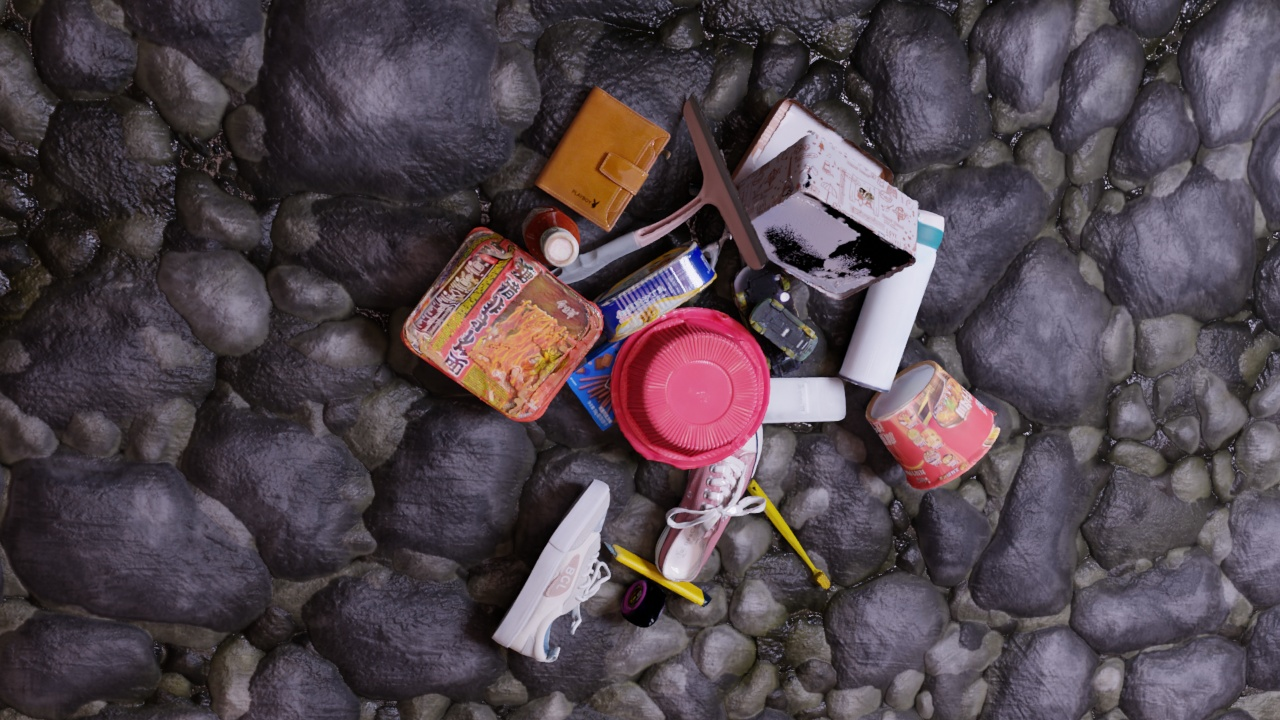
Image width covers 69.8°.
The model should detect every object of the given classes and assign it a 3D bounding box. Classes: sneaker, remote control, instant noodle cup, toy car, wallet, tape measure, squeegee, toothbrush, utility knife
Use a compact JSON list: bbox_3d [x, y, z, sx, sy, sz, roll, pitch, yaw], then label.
[{"bbox_3d":[0.091,0.170,1.129,0.118,0.088,0.241,24,93,-15],"label":"sneaker"},{"bbox_3d":[0.193,0.049,1.140,0.135,0.020,0.056,-1,81,-22],"label":"remote control"},{"bbox_3d":[0.064,0.035,1.059,0.193,0.066,0.194,-1,95,-8],"label":"instant noodle cup"},{"bbox_3d":[-0.086,0.263,1.118,0.091,0.089,0.242,30,100,0],"label":"sneaker"},{"bbox_3d":[0.166,-0.037,1.079,0.091,0.036,0.043,37,98,-23],"label":"toy car"},{"bbox_3d":[-0.037,-0.222,1.034,0.119,0.035,0.131,33,95,8],"label":"wallet"},{"bbox_3d":[0.005,0.310,1.165,0.039,0.058,0.057,36,75,-20],"label":"tape measure"},{"bbox_3d":[0.354,0.076,1.140,0.138,0.138,0.108,-43,98,1],"label":"instant noodle cup"},{"bbox_3d":[0.000,-0.145,1.043,0.250,0.247,0.040,-28,151,17],"label":"squeegee"},{"bbox_3d":[0.145,-0.184,1.097,0.189,0.014,0.017,12,108,-13],"label":"toothbrush"},{"bbox_3d":[0.195,0.230,1.201,0.015,0.016,0.190,-37,106,-1],"label":"toothbrush"},{"bbox_3d":[0.022,0.275,1.174,0.164,0.033,0.015,31,100,-12],"label":"utility knife"},{"bbox_3d":[0.158,-0.051,1.113,0.070,0.042,0.158,-24,114,-5],"label":"toy car"},{"bbox_3d":[-0.153,-0.041,1.042,0.189,0.079,0.164,37,95,-14],"label":"instant noodle cup"}]

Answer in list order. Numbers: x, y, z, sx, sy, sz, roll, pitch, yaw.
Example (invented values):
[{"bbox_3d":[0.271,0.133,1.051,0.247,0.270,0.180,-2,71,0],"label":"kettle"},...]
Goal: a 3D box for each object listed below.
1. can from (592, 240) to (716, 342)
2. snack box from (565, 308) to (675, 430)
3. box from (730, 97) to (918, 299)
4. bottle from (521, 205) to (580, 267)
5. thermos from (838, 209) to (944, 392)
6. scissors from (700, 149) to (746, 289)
[{"bbox_3d":[0.013,-0.080,1.064,0.148,0.074,0.049,-31,105,7],"label":"can"},{"bbox_3d":[-0.007,0.006,1.105,0.157,0.026,0.084,-35,111,-1],"label":"snack box"},{"bbox_3d":[0.210,-0.193,1.045,0.182,0.154,0.180,26,62,-26],"label":"box"},{"bbox_3d":[-0.092,-0.128,0.967,0.059,0.206,0.060,-2,103,-9],"label":"bottle"},{"bbox_3d":[0.312,-0.076,1.127,0.073,0.073,0.224,15,99,-13],"label":"thermos"},{"bbox_3d":[0.109,-0.156,1.088,0.175,0.014,0.159,-43,112,8],"label":"scissors"}]
